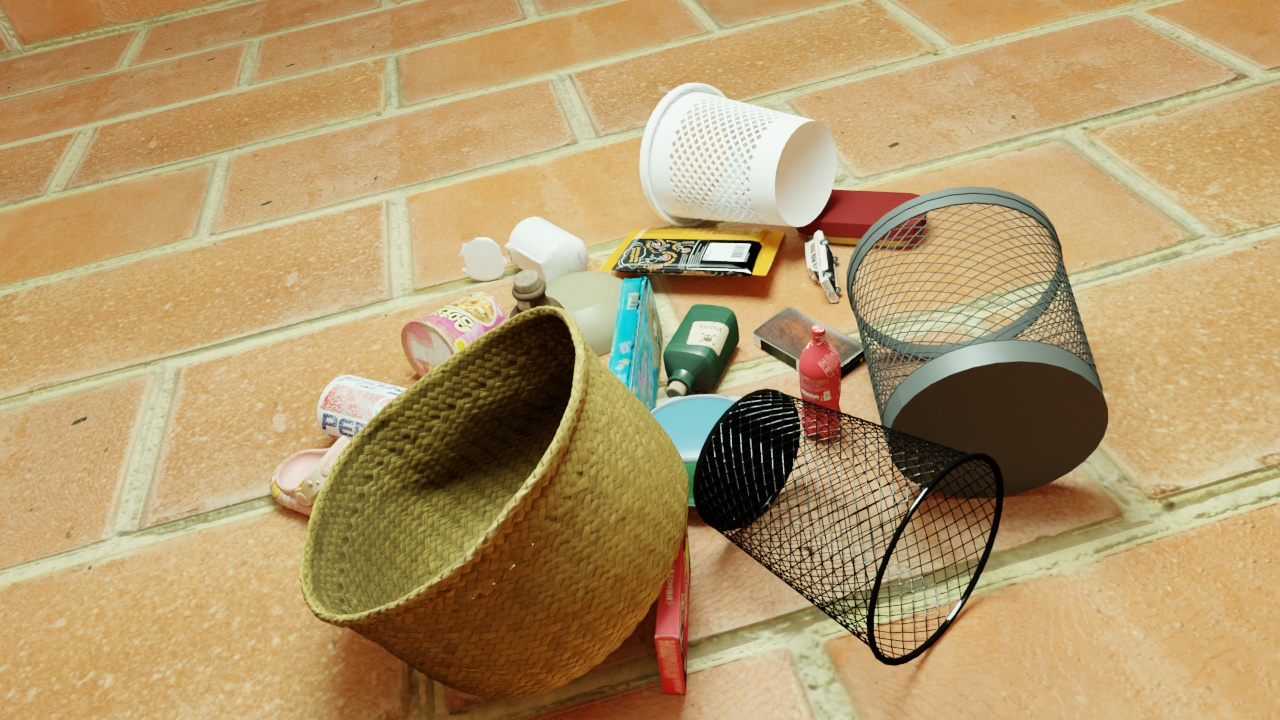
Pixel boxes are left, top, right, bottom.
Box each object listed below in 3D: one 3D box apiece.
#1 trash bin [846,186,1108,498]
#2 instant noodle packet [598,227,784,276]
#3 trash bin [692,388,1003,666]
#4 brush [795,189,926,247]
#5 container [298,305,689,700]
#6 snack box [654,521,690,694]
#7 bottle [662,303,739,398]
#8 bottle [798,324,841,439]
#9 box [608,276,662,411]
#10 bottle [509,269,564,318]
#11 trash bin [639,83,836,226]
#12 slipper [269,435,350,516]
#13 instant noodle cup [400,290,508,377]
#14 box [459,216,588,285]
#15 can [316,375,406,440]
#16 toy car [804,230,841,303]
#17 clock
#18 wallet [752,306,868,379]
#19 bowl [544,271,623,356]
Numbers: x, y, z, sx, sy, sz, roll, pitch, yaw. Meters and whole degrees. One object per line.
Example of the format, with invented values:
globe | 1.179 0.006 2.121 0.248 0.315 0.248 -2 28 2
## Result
trash bin | 0.323 -0.013 0.897 0.218 0.218 0.226 -4 45 9
instant noodle packet | 0.072 -0.148 1.234 0.221 0.032 0.159 3 28 17
trash bin | 0.169 0.127 0.800 0.183 0.184 0.210 -36 40 -27
brush | 0.294 -0.190 1.235 0.174 0.042 0.082 7 43 21
container | -0.111 0.130 0.783 0.308 0.196 0.306 -30 31 20
snack box | 0.029 0.207 0.798 0.021 0.089 0.132 -1 41 6
bottle | 0.064 -0.003 1.057 0.061 0.061 0.131 9 44 25
bottle | 0.183 0.022 0.936 0.042 0.142 0.041 -7 40 5
box | -0.005 0.006 1.037 0.041 0.094 0.226 -5 40 10
bottle | -0.115 -0.034 1.061 0.068 0.157 0.067 -7 40 5
trash bin | 0.138 -0.260 1.219 0.200 0.196 0.195 21 49 41
slipper | -0.325 0.125 0.988 0.197 0.082 0.093 6 44 22
instant noodle cup | -0.225 -0.032 1.143 0.098 0.098 0.108 16 39 29
box | -0.162 -0.140 1.261 0.141 0.083 0.140 -36 44 -18
can | -0.296 0.066 1.050 0.136 0.078 0.078 11 45 25
toy car | 0.231 -0.118 1.174 0.039 0.039 0.112 -20 36 23
clock | 0.065 0.083 0.954 0.122 0.075 0.161 -1 29 14
wallet | 0.197 -0.019 1.076 0.072 0.019 0.123 -33 45 -24
bowl | -0.076 -0.069 1.175 0.152 0.050 0.152 -7 40 6
